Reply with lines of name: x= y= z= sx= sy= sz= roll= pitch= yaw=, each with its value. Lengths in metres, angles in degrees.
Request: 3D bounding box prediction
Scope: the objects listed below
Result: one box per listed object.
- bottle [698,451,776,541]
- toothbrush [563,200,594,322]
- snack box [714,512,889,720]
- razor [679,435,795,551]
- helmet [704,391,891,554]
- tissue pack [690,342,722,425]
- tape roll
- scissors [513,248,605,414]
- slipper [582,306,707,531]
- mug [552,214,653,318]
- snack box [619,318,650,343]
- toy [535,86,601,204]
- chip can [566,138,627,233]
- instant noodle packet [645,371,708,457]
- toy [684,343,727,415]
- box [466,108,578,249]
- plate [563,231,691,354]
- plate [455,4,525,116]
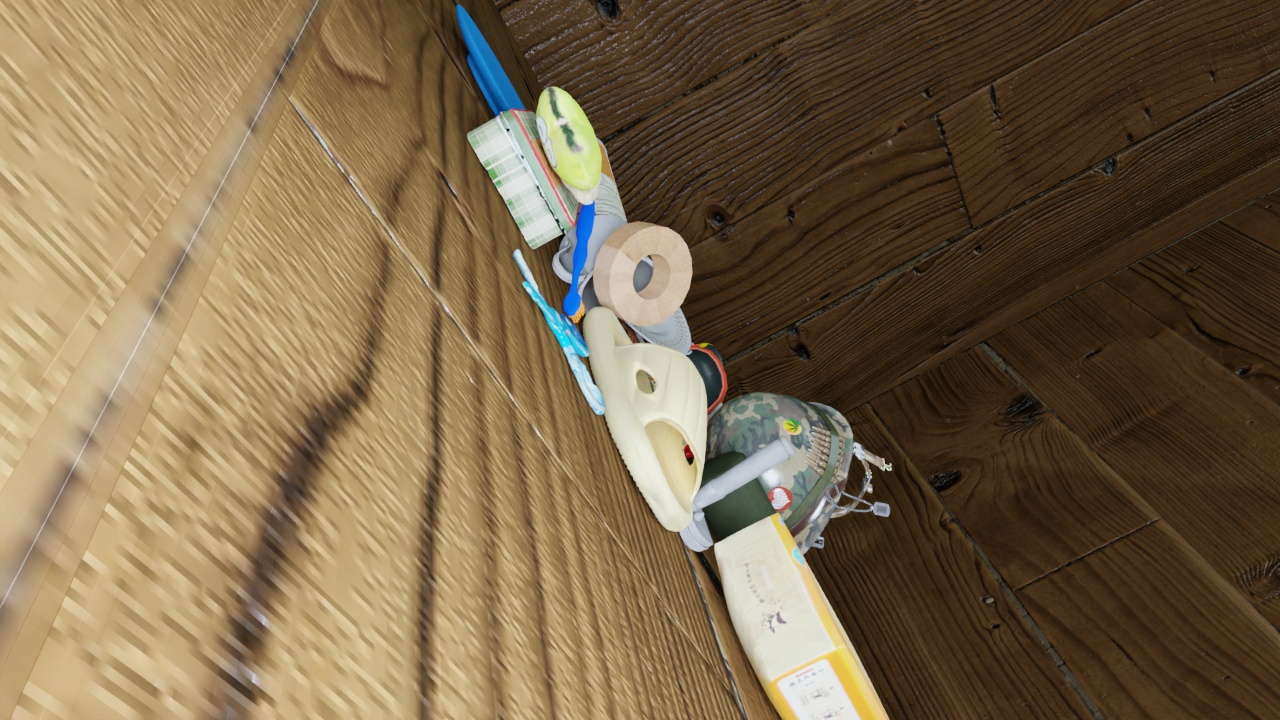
bottle: x=0.130 y=0.203 z=1.018 sx=0.207 sy=0.071 sz=0.071 roll=61 pitch=5 yaw=-10
toothbrush: x=-0.053 y=-0.098 z=0.839 sx=0.182 sy=0.016 sz=0.018 roll=-86 pitch=159 yaw=-48
snack box: x=0.137 y=0.249 z=0.773 sx=0.195 sy=0.081 sz=0.145 roll=59 pitch=6 yaw=-36
razor: x=0.080 y=0.102 z=0.789 sx=0.047 sy=0.116 sz=0.088 roll=54 pitch=8 yaw=-22
helmet: x=0.188 y=0.151 z=1.158 sx=0.236 sy=0.193 sz=0.224 roll=15 pitch=48 yaw=-29
tissue pack: x=0.076 y=0.045 z=1.366 sx=0.182 sy=0.070 sz=0.112 roll=62 pitch=4 yaw=-4
tape roll: x=0.003 y=-0.080 z=0.851 sx=0.027 sy=0.093 sz=0.094 roll=26 pitch=-26 yaw=51
scissors: x=-0.059 y=-0.024 z=0.686 sx=0.134 sy=0.012 sz=0.134 roll=60 pitch=5 yaw=-7
slipper: x=0.014 y=0.031 z=0.753 sx=0.111 sy=0.079 sz=0.261 roll=62 pitch=3 yaw=-35
mug: x=-0.043 y=-0.094 z=0.894 sx=0.113 sy=0.084 sz=0.070 roll=10 pitch=40 yaw=-41
snack box: x=-0.013 y=-0.064 z=1.263 sx=0.141 sy=0.032 sz=0.051 roll=63 pitch=5 yaw=11
toy: x=-0.059 y=-0.182 z=0.806 sx=0.115 sy=0.046 sz=0.092 roll=69 pitch=-3 yaw=-70
chip can: x=-0.063 y=-0.199 z=1.130 sx=0.075 sy=0.075 sz=0.214 roll=58 pitch=11 yaw=-39
instant noodle packet: x=0.039 y=0.050 z=1.121 sx=0.098 sy=0.039 sz=0.135 roll=-110 pitch=175 yaw=-78
toy: x=0.067 y=0.027 z=1.229 sx=0.099 sy=0.097 sz=0.119 roll=67 pitch=8 yaw=10
box: x=-0.102 y=-0.174 z=0.855 sx=0.117 sy=0.050 sz=0.205 roll=60 pitch=6 yaw=-12
plate: x=-0.020 y=-0.102 z=1.195 sx=0.242 sy=0.016 sz=0.242 roll=43 pitch=22 yaw=-22
plate: x=-0.167 y=-0.315 z=1.099 sx=0.224 sy=0.024 sz=0.224 roll=61 pitch=5 yaw=-9
